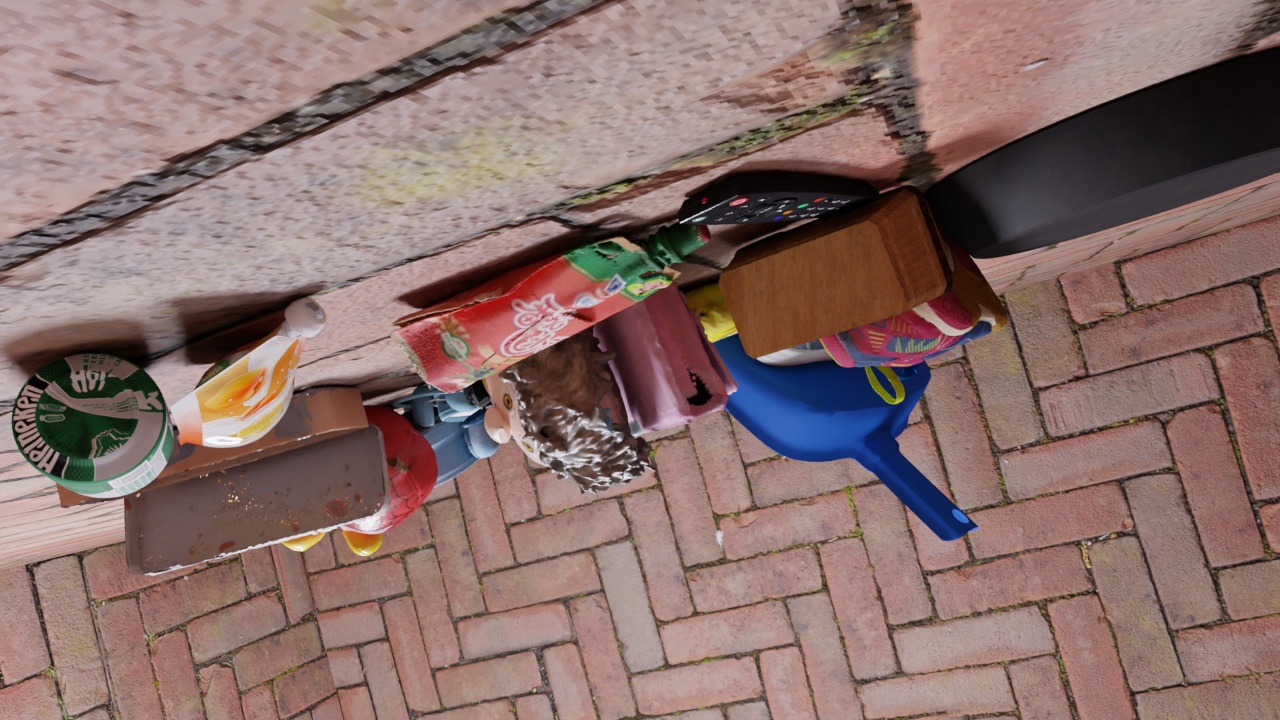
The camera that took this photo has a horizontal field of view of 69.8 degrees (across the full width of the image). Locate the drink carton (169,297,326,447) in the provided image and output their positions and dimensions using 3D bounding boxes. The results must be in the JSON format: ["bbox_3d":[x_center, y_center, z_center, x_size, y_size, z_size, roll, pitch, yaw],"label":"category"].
[{"bbox_3d":[-0.174,0.009,0.404,0.069,0.039,0.122,-41,-173,-26],"label":"drink carton"}]

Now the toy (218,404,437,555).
[{"bbox_3d":[-0.265,0.098,0.787,0.217,0.098,0.147,-17,134,37],"label":"toy"}]

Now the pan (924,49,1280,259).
[{"bbox_3d":[0.311,-0.111,0.573,0.249,0.043,0.355,-18,175,29],"label":"pan"}]

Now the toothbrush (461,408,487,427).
[{"bbox_3d":[-0.090,0.020,0.758,0.132,0.016,0.021,-34,-176,-16],"label":"toothbrush"}]

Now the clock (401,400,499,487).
[{"bbox_3d":[-0.198,0.077,0.906,0.162,0.060,0.118,-24,-165,-10],"label":"clock"}]

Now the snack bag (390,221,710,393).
[{"bbox_3d":[-0.038,-0.032,0.435,0.155,0.044,0.087,-23,163,19],"label":"snack bag"}]

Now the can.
[{"bbox_3d":[-0.228,0.030,0.387,0.053,0.053,0.101,-13,175,-27],"label":"can"}]

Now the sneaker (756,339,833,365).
[{"bbox_3d":[0.191,-0.048,0.745,0.235,0.087,0.079,-11,163,-32],"label":"sneaker"}]

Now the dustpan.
[{"bbox_3d":[0.185,0.040,0.765,0.245,0.257,0.060,-12,137,-38],"label":"dustpan"}]

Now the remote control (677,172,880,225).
[{"bbox_3d":[0.067,-0.072,0.414,0.039,0.010,0.124,-19,174,42],"label":"remote control"}]

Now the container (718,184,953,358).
[{"bbox_3d":[0.098,-0.042,0.486,0.114,0.063,0.061,-18,-172,32],"label":"container"}]

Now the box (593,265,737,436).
[{"bbox_3d":[-0.003,0.002,0.612,0.046,0.098,0.233,-21,176,-17],"label":"box"}]

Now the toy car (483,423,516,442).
[{"bbox_3d":[-0.058,0.024,0.840,0.190,0.056,0.081,-20,-168,31],"label":"toy car"}]

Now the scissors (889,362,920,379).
[{"bbox_3d":[0.148,-0.027,0.647,0.133,0.103,0.015,4,148,-32],"label":"scissors"}]

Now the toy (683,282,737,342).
[{"bbox_3d":[0.049,-0.033,0.664,0.096,0.041,0.094,-20,178,19],"label":"toy"}]

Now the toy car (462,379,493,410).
[{"bbox_3d":[-0.118,0.017,0.698,0.036,0.042,0.091,-19,175,11],"label":"toy car"}]

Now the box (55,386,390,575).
[{"bbox_3d":[-0.302,0.080,0.664,0.216,0.094,0.108,-16,151,7],"label":"box"}]

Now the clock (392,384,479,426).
[{"bbox_3d":[-0.156,0.028,0.783,0.088,0.042,0.123,-19,169,37],"label":"clock"}]

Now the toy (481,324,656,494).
[{"bbox_3d":[-0.064,0.025,0.586,0.076,0.133,0.176,-28,-162,-25],"label":"toy"}]

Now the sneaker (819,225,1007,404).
[{"bbox_3d":[0.177,-0.044,0.624,0.091,0.116,0.241,-38,170,27],"label":"sneaker"}]
